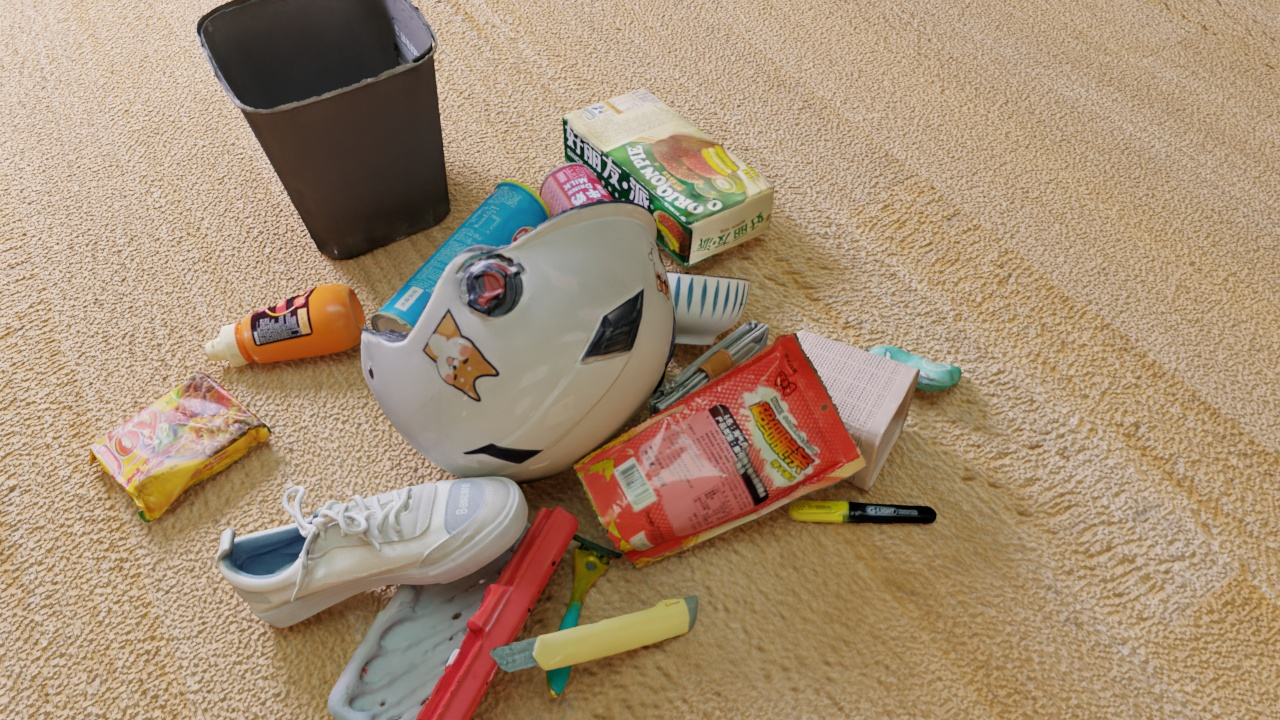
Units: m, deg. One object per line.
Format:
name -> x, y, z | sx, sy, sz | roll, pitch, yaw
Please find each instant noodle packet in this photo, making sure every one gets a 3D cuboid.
instant noodle packet -> -0.413, 0.072, 0.814 | 0.111, 0.044, 0.128 | 33, 60, 29

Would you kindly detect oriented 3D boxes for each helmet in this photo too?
helmet -> -0.079, 0.008, 0.744 | 0.274, 0.230, 0.156 | -30, 73, 14

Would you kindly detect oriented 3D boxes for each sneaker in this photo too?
sneaker -> -0.206, 0.125, 0.689 | 0.242, 0.091, 0.089 | -20, 37, 11

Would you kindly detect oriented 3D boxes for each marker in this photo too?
marker -> 0.188, 0.128, 0.775 | 0.124, 0.015, 0.018 | 2, 55, 1

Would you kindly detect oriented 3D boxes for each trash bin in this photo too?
trash bin -> -0.303, -0.245, 0.945 | 0.198, 0.220, 0.199 | -26, 56, -17

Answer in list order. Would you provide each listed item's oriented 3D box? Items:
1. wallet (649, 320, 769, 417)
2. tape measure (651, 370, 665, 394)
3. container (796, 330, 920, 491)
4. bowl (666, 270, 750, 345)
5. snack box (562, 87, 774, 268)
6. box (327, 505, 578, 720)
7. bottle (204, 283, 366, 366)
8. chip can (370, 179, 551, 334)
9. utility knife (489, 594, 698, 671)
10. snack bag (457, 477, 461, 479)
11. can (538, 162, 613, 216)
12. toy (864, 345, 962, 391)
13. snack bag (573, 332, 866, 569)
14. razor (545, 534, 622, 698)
wallet -> 0.061, 0.031, 0.795 | 0.129, 0.107, 0.037 | -38, 64, -25
tape measure -> -0.005, 0.005, 0.858 | 0.057, 0.039, 0.057 | 25, 57, 19
container -> 0.168, 0.040, 0.799 | 0.111, 0.090, 0.089 | 24, 56, 22
bowl -> 0.043, -0.050, 0.869 | 0.116, 0.116, 0.066 | 6, 95, 6
snack box -> 0.024, -0.204, 0.989 | 0.114, 0.063, 0.240 | -27, 52, -24
box -> -0.137, 0.185, 0.680 | 0.100, 0.095, 0.200 | 30, 57, -1
bottle -> -0.343, -0.027, 0.881 | 0.149, 0.067, 0.066 | -16, 53, -2
chip can -> -0.175, -0.090, 0.916 | 0.071, 0.071, 0.209 | 24, 57, 18
utility knife -> -0.026, 0.202, 0.676 | 0.182, 0.019, 0.031 | -1, 75, -40
snack bag -> -0.163, 0.137, 0.768 | 0.045, 0.026, 0.105 | 29, 59, 19
can -> -0.059, -0.155, 0.966 | 0.066, 0.067, 0.093 | -23, 55, -16
toy -> 0.244, 0.008, 0.846 | 0.092, 0.030, 0.096 | 19, 19, 27
snack bag -> 0.061, 0.079, 0.729 | 0.208, 0.128, 0.073 | -29, 13, 5
razor -> -0.051, 0.200, 0.715 | 0.043, 0.028, 0.132 | 27, 49, -14
